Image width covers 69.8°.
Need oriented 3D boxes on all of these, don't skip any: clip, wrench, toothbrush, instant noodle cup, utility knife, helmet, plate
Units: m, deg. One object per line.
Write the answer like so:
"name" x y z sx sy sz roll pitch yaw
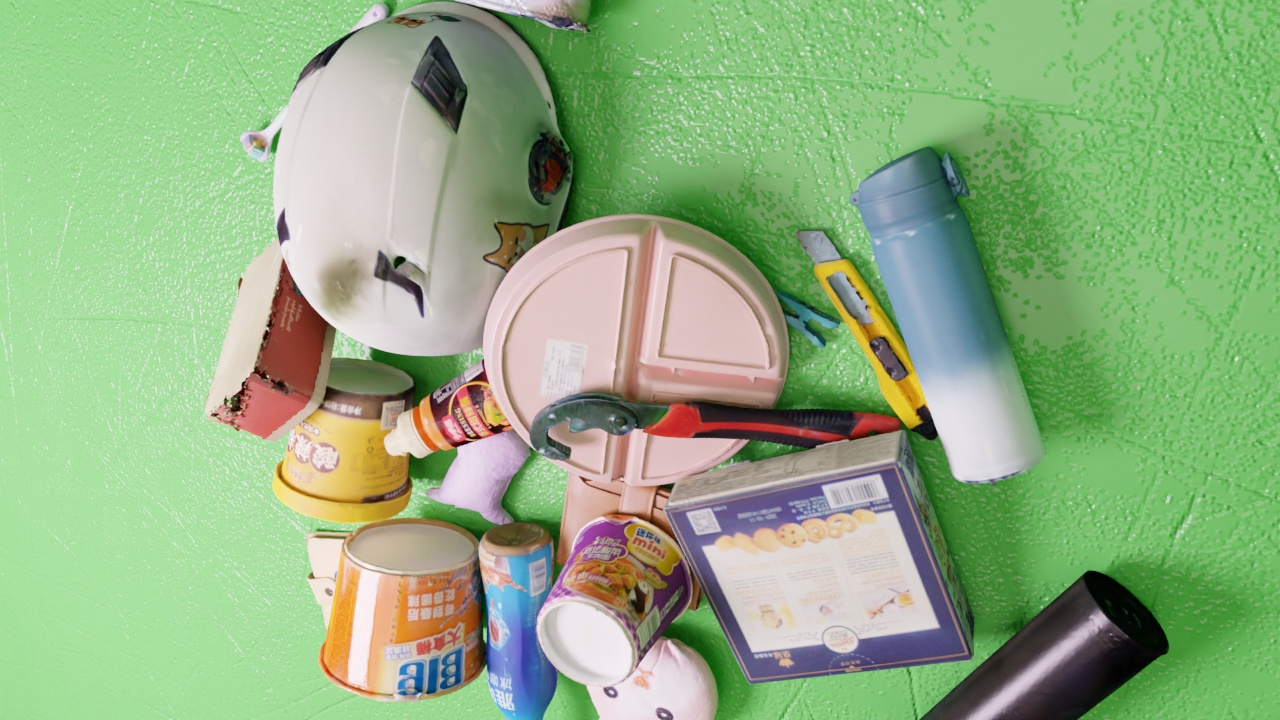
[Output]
"clip" 0.118 -0.033 0.671 0.057 0.014 0.048 32 118 9
"wrench" 0.054 0.050 0.677 0.273 0.016 0.056 0 123 3
"toothbrush" -0.271 -0.232 0.762 0.190 0.021 0.029 -34 106 26
"instant noodle cup" -0.207 0.214 0.821 0.151 0.151 0.111 11 102 19
"utility knife" 0.164 -0.019 0.655 0.033 0.015 0.181 -33 93 25
"instant noodle cup" -0.253 0.066 0.806 0.118 0.118 0.114 19 106 16
"instant noodle cup" -0.026 0.195 0.729 0.112 0.099 0.112 10 117 20
"helmet" -0.181 -0.125 0.684 0.230 0.156 0.274 15 112 17
"plate" -0.004 0.004 0.679 0.229 0.028 0.230 1 121 2

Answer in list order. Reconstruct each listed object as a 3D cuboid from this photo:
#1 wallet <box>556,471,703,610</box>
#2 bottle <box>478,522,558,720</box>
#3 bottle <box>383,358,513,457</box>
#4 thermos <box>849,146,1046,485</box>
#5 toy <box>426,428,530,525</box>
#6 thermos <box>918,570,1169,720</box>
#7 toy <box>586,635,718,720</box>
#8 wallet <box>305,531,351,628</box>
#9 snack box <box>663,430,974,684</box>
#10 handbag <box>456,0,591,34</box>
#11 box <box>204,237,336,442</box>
"wallet" -0.004 0.146 0.774 0.132 0.031 0.108 16 114 16
"bottle" -0.106 0.256 0.821 0.065 0.065 0.219 5 106 21
"bottle" -0.143 0.041 0.754 0.149 0.066 0.067 -25 97 7
"thermos" 0.205 -0.029 0.607 0.070 0.070 0.220 -17 100 26
"toy" -0.135 0.096 0.806 0.084 0.038 0.108 24 114 -6
"thermos" 0.259 0.254 0.670 0.090 0.068 0.243 22 119 -24
"toy" 0.007 0.305 0.812 0.121 0.054 0.160 16 121 18
"wallet" -0.298 0.228 0.927 0.087 0.024 0.115 -1 108 24
"snack box" 0.135 0.154 0.690 0.178 0.045 0.182 -16 112 25
"handbag" -0.083 -0.333 0.619 0.134 0.075 0.194 17 114 16
"box" -0.305 -0.026 0.757 0.092 0.168 0.075 -32 135 32
